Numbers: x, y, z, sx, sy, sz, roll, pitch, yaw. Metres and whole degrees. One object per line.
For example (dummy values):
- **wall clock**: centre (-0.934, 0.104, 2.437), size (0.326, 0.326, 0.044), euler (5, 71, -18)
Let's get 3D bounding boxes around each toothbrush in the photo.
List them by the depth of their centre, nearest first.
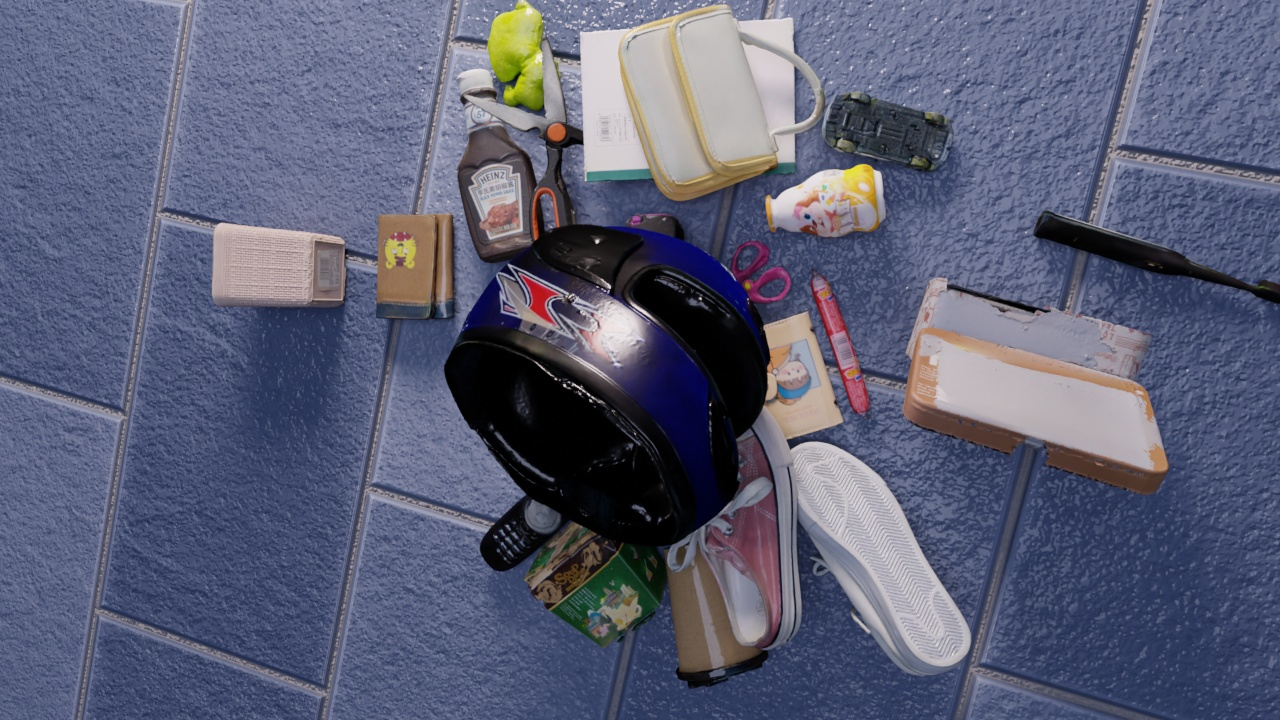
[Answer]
- **toothbrush**: centre (0.461, -0.091, 0.815), size (0.213, 0.027, 0.026), euler (19, 142, 12)

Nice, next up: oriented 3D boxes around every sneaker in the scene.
- **sneaker**: centre (0.088, 0.145, 0.854), size (0.119, 0.087, 0.240), euler (-25, 63, 47)
- **sneaker**: centre (0.215, 0.188, 0.874), size (0.089, 0.091, 0.242), euler (-26, 66, -15)

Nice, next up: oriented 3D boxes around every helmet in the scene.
- **helmet**: centre (-0.005, 0.005, 0.813), size (0.316, 0.239, 0.247), euler (20, 138, 42)

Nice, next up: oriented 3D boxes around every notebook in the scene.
- **notebook**: centre (0.046, -0.254, 0.901), size (0.209, 0.012, 0.150), euler (-1, 92, 5)

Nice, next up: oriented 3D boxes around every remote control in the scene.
- **remote control**: centre (-0.115, 0.172, 0.978), size (0.136, 0.024, 0.053), euler (-42, 81, 12)

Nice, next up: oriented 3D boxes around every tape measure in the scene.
- **tape measure**: centre (0.013, -0.126, 0.912), size (0.058, 0.057, 0.039), euler (-4, 89, 17)

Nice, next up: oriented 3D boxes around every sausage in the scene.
- **sausage**: centre (0.194, -0.016, 0.891), size (0.020, 0.020, 0.156), euler (-19, 88, 15)

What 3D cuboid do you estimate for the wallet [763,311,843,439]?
- **wallet**: centre (0.141, 0.019, 0.906), size (0.087, 0.024, 0.115), euler (-18, 89, 10)

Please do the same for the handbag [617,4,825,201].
- **handbag**: centre (0.080, -0.252, 0.866), size (0.179, 0.063, 0.163), euler (-18, 93, 2)

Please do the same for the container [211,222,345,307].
- **container**: centre (-0.391, -0.100, 1.004), size (0.111, 0.089, 0.090), euler (4, 94, 11)

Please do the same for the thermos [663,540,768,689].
- **thermos**: centre (0.068, 0.250, 0.907), size (0.093, 0.093, 0.143), euler (-17, 80, 15)

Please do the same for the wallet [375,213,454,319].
- **wallet**: centre (-0.244, -0.101, 0.994), size (0.090, 0.033, 0.115), euler (2, 90, 15)

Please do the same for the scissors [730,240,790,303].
- **scissors**: centre (0.080, -0.067, 0.921), size (0.137, 0.017, 0.073), euler (-30, 86, 18)

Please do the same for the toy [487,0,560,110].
- **toy**: centre (-0.125, -0.313, 0.948), size (0.100, 0.031, 0.097), euler (44, 115, 11)

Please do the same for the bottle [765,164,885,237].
- **bottle**: centre (0.174, -0.147, 0.866), size (0.108, 0.063, 0.063), euler (-7, 91, 15)

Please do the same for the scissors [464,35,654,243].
- **scissors**: centre (-0.072, -0.210, 0.927), size (0.234, 0.021, 0.221), euler (11, 90, 1)

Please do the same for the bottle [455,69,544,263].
- **bottle**: centre (-0.153, -0.203, 0.956), size (0.080, 0.044, 0.195), euler (-12, 90, 8)

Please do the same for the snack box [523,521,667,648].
- **snack box**: centre (-0.037, 0.213, 0.925), size (0.118, 0.117, 0.105), euler (-40, 95, 16)

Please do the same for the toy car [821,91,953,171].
- **toy car**: centre (0.231, -0.214, 0.863), size (0.120, 0.036, 0.054), euler (15, 96, 3)

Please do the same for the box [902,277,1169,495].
- **box**: centre (0.310, 0.009, 0.739), size (0.179, 0.259, 0.110), euler (17, 99, 13)
